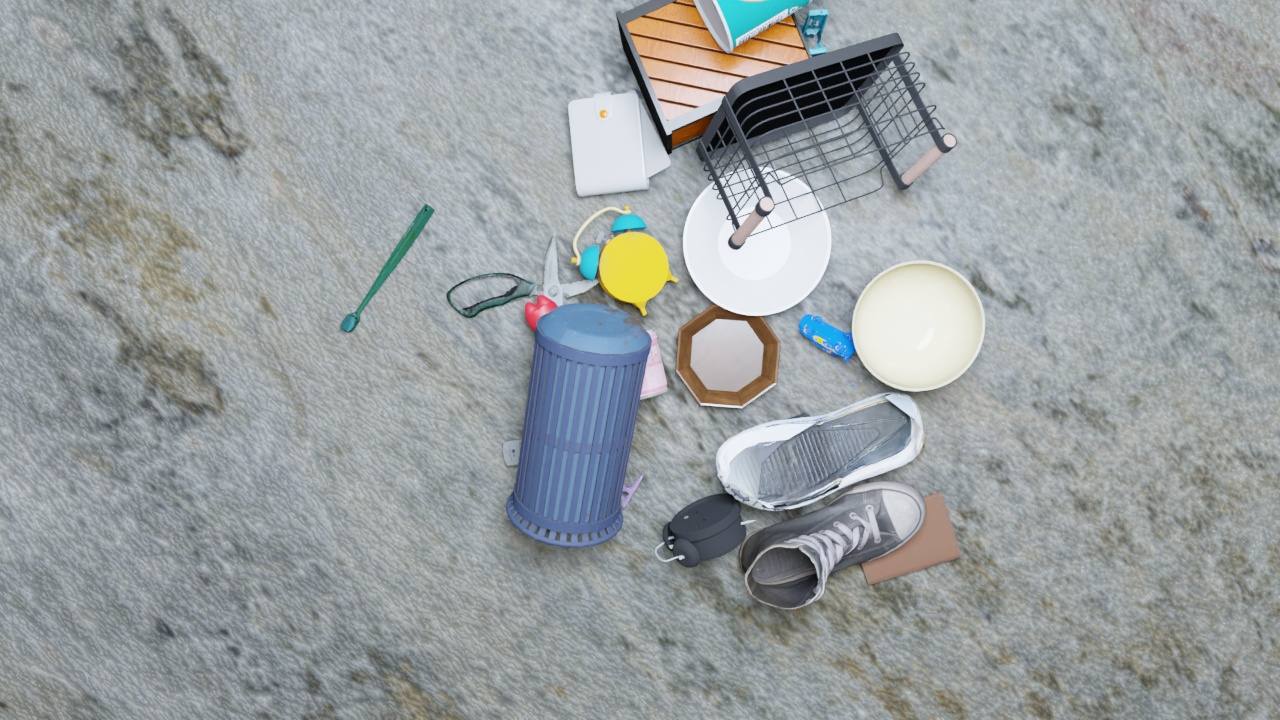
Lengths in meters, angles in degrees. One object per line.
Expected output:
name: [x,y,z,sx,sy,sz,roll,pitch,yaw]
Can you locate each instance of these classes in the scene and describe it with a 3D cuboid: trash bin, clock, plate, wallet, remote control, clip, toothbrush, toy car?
trash bin: [0.082,-0.343,1.039,0.172,0.139,0.139,-23,93,4]
clock: [-0.019,-0.122,1.105,0.099,0.044,0.129,-46,100,-6]
trash bin: [-0.069,0.069,1.041,0.139,0.139,0.250,11,113,1]
plate: [0.139,-0.142,1.103,0.174,0.036,0.174,0,94,2]
clock: [0.073,0.208,1.107,0.120,0.091,0.042,-26,103,-10]
wallet: [-0.023,-0.261,1.097,0.115,0.037,0.118,-5,95,10]
wallet: [0.326,0.221,1.135,0.121,0.013,0.087,-19,93,5]
remote control: [-0.104,0.107,1.144,0.136,0.013,0.033,-8,94,3]
clip: [0.194,-0.377,1.046,0.030,0.130,0.120,3,77,4]
toothbrush: [-0.314,-0.113,1.134,0.016,0.017,0.190,36,95,-1]
toy car: [0.230,-0.010,1.120,0.092,0.033,0.062,30,136,16]
plate: [0.106,-0.005,1.121,0.131,0.025,0.131,0,94,2]
clip: [-0.015,0.161,1.146,0.029,0.013,0.050,17,97,2]

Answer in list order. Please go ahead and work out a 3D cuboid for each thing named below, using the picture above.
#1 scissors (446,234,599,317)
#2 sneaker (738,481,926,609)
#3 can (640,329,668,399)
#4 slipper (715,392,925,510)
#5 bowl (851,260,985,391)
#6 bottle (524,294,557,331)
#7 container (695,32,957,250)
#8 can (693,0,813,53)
scissors: [-0.141,-0.054,1.134,0.206,0.015,0.202,0,95,4]
sneaker: [0.228,0.216,1.080,0.235,0.119,0.095,-17,93,7]
can: [-0.007,0.006,1.106,0.067,0.067,0.076,-13,94,3]
slipper: [0.215,0.109,1.109,0.263,0.063,0.111,-18,92,-9]
bowl: [0.319,-0.042,1.084,0.151,0.075,0.151,0,95,3]
bottle: [-0.092,-0.013,1.107,0.042,0.042,0.141,-31,95,4]
container: [0.193,-0.232,0.996,0.241,0.163,0.130,-21,81,-16]
can: [0.128,-0.388,0.912,0.144,0.099,0.099,-30,93,4]
